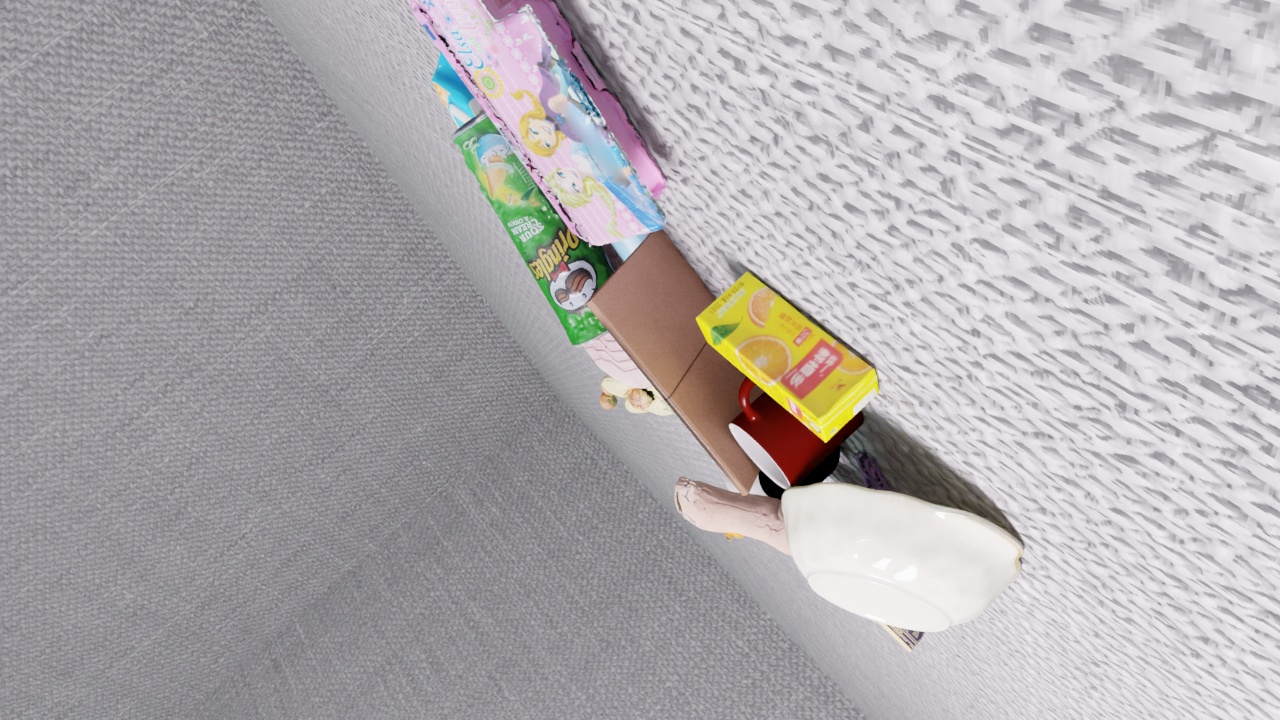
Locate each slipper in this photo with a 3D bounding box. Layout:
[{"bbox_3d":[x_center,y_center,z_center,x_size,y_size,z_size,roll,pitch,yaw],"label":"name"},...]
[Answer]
[{"bbox_3d":[-0.027,-0.088,0.920,0.094,0.064,0.239,2,117,42],"label":"slipper"}]

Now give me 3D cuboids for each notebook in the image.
[{"bbox_3d":[0.051,-0.004,0.797,0.008,0.141,0.209,-29,105,39],"label":"notebook"}]

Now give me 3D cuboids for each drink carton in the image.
[{"bbox_3d":[0.109,-0.003,0.686,0.134,0.058,0.043,43,172,34],"label":"drink carton"}]

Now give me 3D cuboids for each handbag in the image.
[{"bbox_3d":[-0.006,0.006,1.055,0.187,0.116,0.113,14,150,46],"label":"handbag"}]

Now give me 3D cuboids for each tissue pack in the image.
[{"bbox_3d":[-0.134,-0.224,0.934,0.117,0.066,0.209,41,167,40],"label":"tissue pack"}]

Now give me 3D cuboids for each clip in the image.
[{"bbox_3d":[0.206,0.102,0.812,0.053,0.013,0.036,55,168,-23],"label":"clip"}]

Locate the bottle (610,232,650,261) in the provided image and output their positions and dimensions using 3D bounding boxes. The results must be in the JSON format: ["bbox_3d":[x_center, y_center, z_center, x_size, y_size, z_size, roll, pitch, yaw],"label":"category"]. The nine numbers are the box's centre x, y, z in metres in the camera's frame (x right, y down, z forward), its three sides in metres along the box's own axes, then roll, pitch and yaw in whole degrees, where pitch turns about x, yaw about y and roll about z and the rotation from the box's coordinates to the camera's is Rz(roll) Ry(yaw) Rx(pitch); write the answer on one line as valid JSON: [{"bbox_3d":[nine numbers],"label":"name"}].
[{"bbox_3d":[-0.014,-0.123,0.840,0.130,0.040,0.040,53,171,-23],"label":"bottle"}]

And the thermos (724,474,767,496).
[{"bbox_3d":[0.149,0.165,1.143,0.052,0.052,0.224,45,178,26],"label":"thermos"}]

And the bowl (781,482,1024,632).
[{"bbox_3d":[0.192,0.164,0.720,0.188,0.060,0.220,32,156,-18],"label":"bowl"}]

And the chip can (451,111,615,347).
[{"bbox_3d":[-0.085,-0.124,0.833,0.223,0.075,0.075,60,169,-12],"label":"chip can"}]

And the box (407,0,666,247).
[{"bbox_3d":[-0.057,-0.185,0.643,0.230,0.085,0.097,54,168,-28],"label":"box"}]

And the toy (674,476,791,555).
[{"bbox_3d":[0.160,0.183,0.922,0.265,0.065,0.196,-1,141,44],"label":"toy"}]

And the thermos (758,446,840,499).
[{"bbox_3d":[0.155,0.112,0.943,0.061,0.061,0.231,47,171,13],"label":"thermos"}]

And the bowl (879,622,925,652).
[{"bbox_3d":[0.262,0.244,0.970,0.112,0.061,0.112,44,179,1],"label":"bowl"}]

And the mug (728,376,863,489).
[{"bbox_3d":[0.119,0.041,0.742,0.106,0.082,0.073,54,170,-32],"label":"mug"}]
